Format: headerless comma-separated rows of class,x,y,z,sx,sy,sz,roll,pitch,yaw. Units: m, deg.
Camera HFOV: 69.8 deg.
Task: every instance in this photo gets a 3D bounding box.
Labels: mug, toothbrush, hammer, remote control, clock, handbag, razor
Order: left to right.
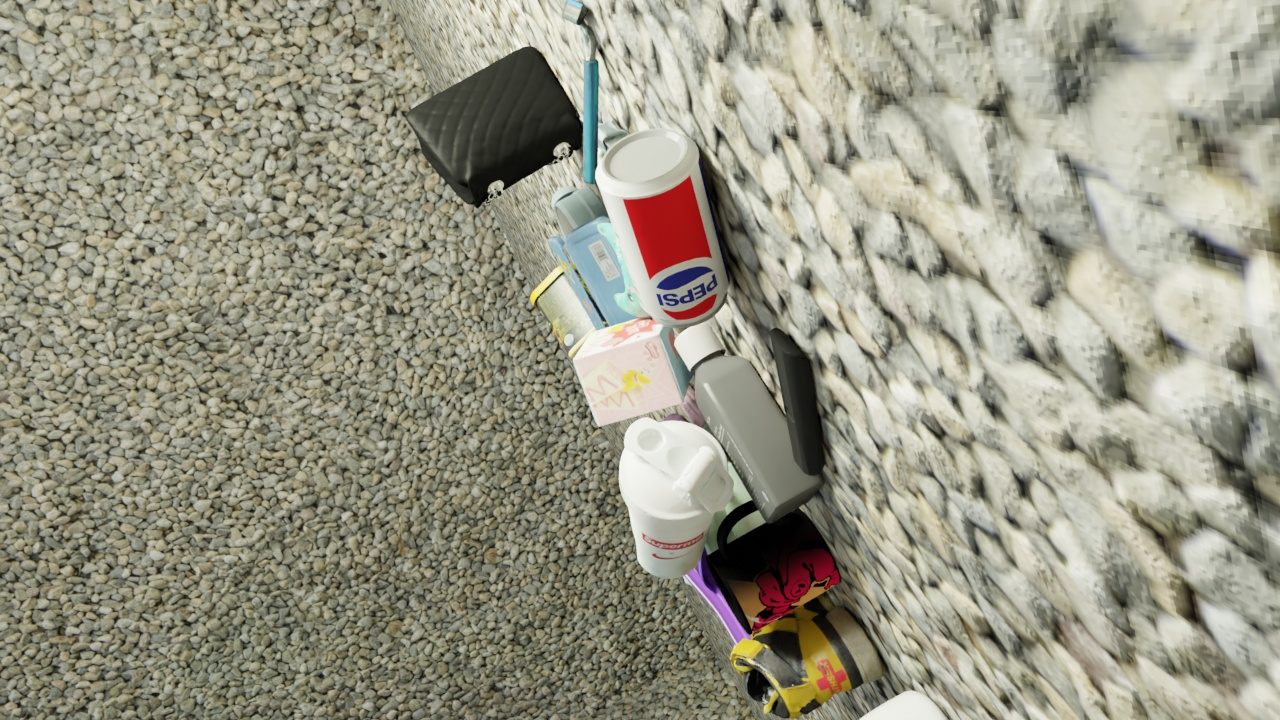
handbag,-0.141,-0.224,0.947,0.125,0.153,0.115,54,167,21
razor,-0.042,-0.211,0.731,0.042,0.022,0.144,-126,27,-55
clock,-0.061,-0.146,1.087,0.159,0.045,0.123,52,167,48
toothbrush,-0.049,-0.197,0.933,0.022,0.015,0.155,65,173,-11
hammer,0.030,-0.062,0.836,0.147,0.028,0.317,55,170,48
toothbrush,0.044,0.033,1.089,0.222,0.026,0.027,49,124,60
mug,0.095,0.158,0.944,0.111,0.084,0.104,-2,-108,-74
mug,0.116,0.181,0.853,0.118,0.098,0.082,65,172,-23
remote control,0.113,0.032,0.659,0.033,0.015,0.147,56,170,42
mug,0.230,0.335,0.757,0.115,0.068,0.094,65,172,-22

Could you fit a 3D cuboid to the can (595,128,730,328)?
can,0.019,-0.090,0.644,0.070,0.070,0.132,55,170,44

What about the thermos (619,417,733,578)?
thermos,0.032,0.134,0.851,0.099,0.099,0.221,58,165,27

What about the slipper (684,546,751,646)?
slipper,0.112,0.245,1.116,0.266,0.107,0.084,55,160,42

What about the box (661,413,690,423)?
box,0.053,0.131,1.046,0.071,0.084,0.230,43,177,21

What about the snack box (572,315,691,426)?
snack box,-0.006,0.006,0.943,0.092,0.095,0.079,-64,-44,-69

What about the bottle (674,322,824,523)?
bottle,0.086,0.047,0.779,0.173,0.046,0.084,60,172,17

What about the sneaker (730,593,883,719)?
sneaker,0.147,0.290,0.951,0.086,0.122,0.239,64,172,-7

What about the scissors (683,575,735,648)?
scissors,0.126,0.311,1.147,0.177,0.170,0.013,28,124,13

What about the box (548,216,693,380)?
box,-0.030,-0.051,1.011,0.125,0.043,0.209,-11,112,51

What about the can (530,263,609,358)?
can,-0.060,-0.052,1.160,0.130,0.073,0.101,15,-144,-58

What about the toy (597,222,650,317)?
toy,-0.008,-0.085,0.921,0.085,0.033,0.105,30,141,42
